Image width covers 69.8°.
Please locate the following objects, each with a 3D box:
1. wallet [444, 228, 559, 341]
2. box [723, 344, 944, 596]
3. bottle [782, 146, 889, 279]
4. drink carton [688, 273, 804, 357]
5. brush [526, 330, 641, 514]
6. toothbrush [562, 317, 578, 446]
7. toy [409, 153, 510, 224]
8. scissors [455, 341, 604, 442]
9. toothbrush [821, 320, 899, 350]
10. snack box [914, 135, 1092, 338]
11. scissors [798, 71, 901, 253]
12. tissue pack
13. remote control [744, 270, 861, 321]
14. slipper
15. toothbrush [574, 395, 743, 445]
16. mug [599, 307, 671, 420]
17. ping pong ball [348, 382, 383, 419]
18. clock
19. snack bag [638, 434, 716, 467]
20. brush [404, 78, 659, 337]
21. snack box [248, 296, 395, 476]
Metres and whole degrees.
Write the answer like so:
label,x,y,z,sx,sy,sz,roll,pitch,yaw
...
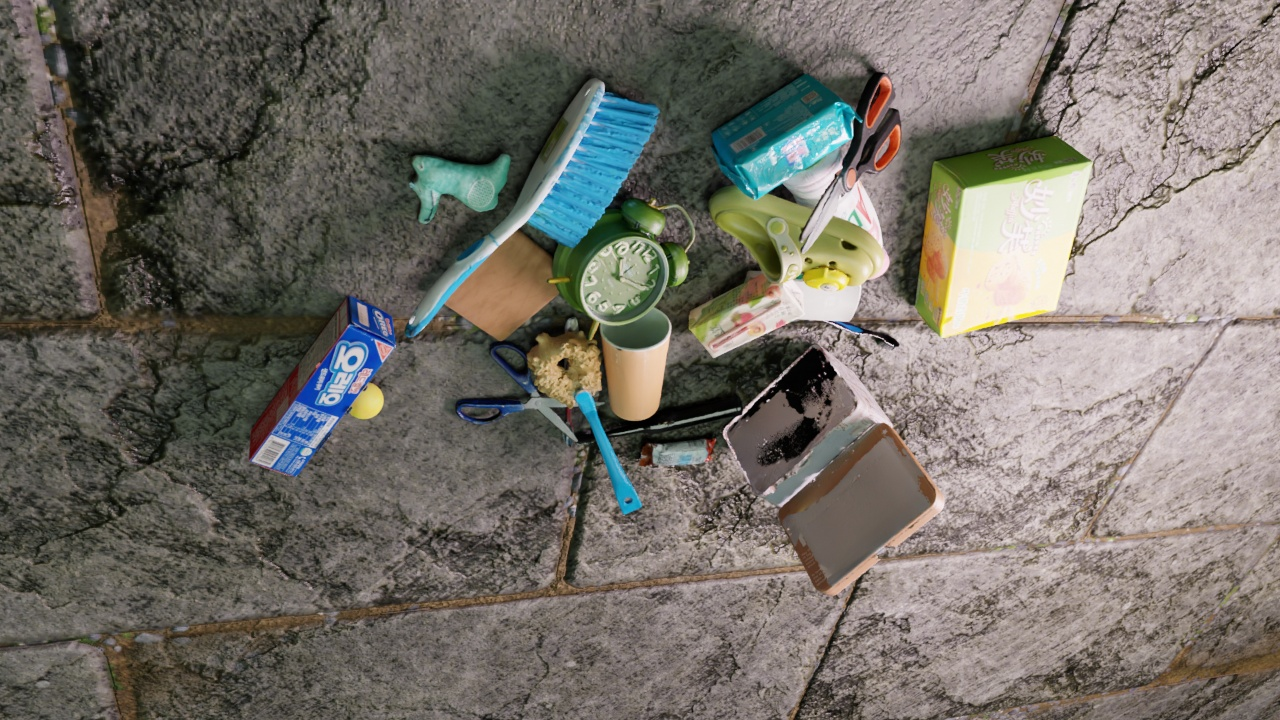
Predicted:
label,x,y,z,sx,sy,sz,roll,pitch,yaw
wallet,-0.142,-0.080,0.959,0.115,0.020,0.101,-38,130,17
box,0.223,0.126,1.087,0.082,0.259,0.177,31,113,-37
bottle,0.215,-0.158,0.987,0.068,0.068,0.197,-35,134,10
drink carton,0.118,-0.052,1.026,0.123,0.045,0.053,-26,123,24
brush,-0.053,0.075,1.044,0.083,0.046,0.255,-24,114,-3
toothbrush,-0.081,0.028,1.065,0.016,0.017,0.188,-6,129,-14
toy,-0.177,-0.166,0.872,0.092,0.030,0.097,11,130,-20
scissors,-0.131,0.043,1.053,0.174,0.012,0.162,-15,124,1
toothbrush,0.247,-0.042,1.124,0.189,0.014,0.016,17,144,-28
snack box,0.413,-0.140,1.064,0.157,0.070,0.210,-13,130,-8
scissors,0.198,-0.198,0.890,0.234,0.022,0.148,-35,126,-43
tissue pack,0.139,-0.220,0.892,0.133,0.093,0.050,-31,126,8
remote control,0.184,-0.074,1.056,0.135,0.019,0.056,2,129,-6
slipper,0.153,-0.114,0.950,0.190,0.092,0.081,23,77,0
toothbrush,0.022,0.078,1.136,0.212,0.027,0.026,-12,86,-8
mug,-0.006,0.006,1.040,0.078,0.078,0.123,-10,135,-11
ping pong ball,-0.298,0.043,0.988,0.040,0.040,0.040,-9,129,-12
clock,-0.014,-0.103,0.949,0.161,0.056,0.116,-38,132,-3
snack bag,0.051,0.118,1.176,0.105,0.026,0.045,-4,137,-15
brush,-0.109,-0.133,0.884,0.109,0.060,0.315,23,111,-32
snack box,-0.332,0.030,0.955,0.057,0.058,0.208,27,115,-34
